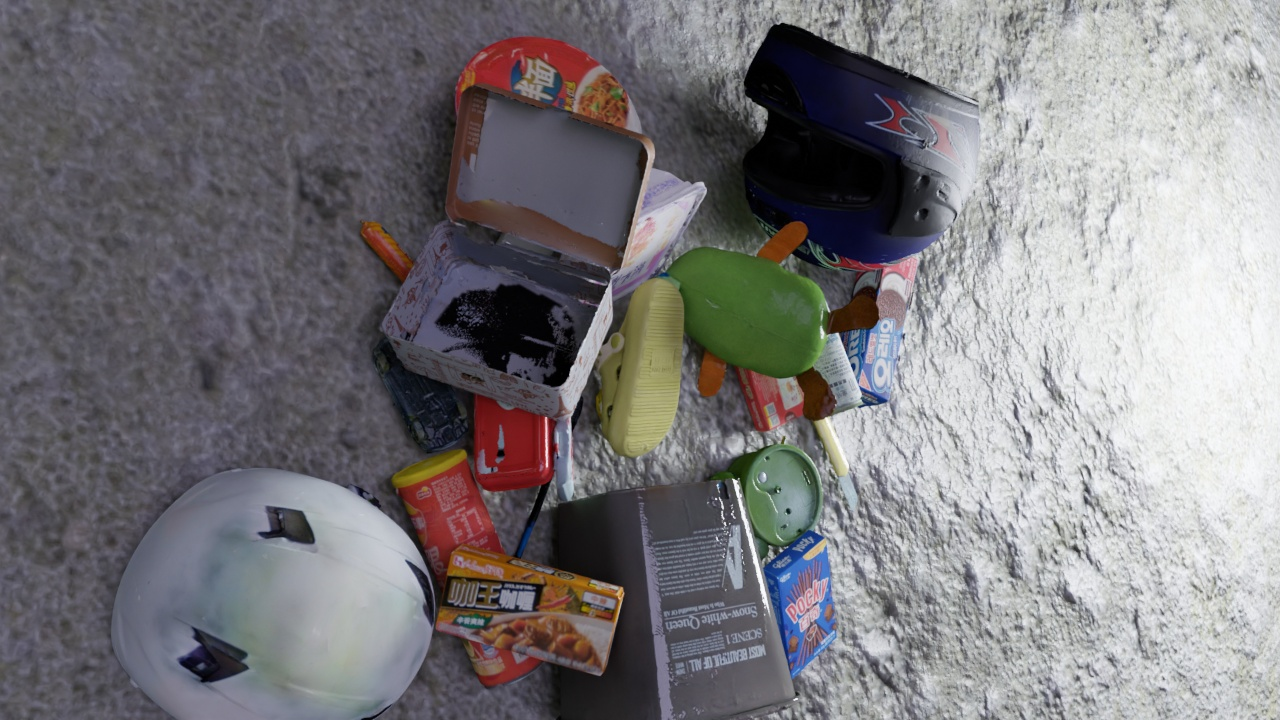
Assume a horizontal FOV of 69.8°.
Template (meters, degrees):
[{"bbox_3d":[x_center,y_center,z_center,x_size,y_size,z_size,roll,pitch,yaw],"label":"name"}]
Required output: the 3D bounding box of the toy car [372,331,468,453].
[{"bbox_3d":[-0.209,0.029,0.869,0.054,0.037,0.120,-28,88,-30],"label":"toy car"}]

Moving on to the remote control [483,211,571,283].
[{"bbox_3d":[-0.113,-0.133,0.960,0.056,0.019,0.134,34,67,-24],"label":"remote control"}]

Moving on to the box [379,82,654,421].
[{"bbox_3d":[-0.105,-0.093,0.824,0.179,0.130,0.272,19,94,8],"label":"box"}]

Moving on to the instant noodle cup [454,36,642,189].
[{"bbox_3d":[-0.099,-0.232,0.939,0.193,0.066,0.193,8,67,-20],"label":"instant noodle cup"}]

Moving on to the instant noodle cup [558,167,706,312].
[{"bbox_3d":[-0.020,-0.126,0.943,0.137,0.174,0.060,-32,78,-32],"label":"instant noodle cup"}]

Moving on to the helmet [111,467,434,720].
[{"bbox_3d":[-0.273,0.203,0.738,0.258,0.146,0.228,35,67,-24],"label":"helmet"}]

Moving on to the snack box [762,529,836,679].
[{"bbox_3d":[0.183,0.280,1.049,0.084,0.026,0.157,-30,123,-31],"label":"snack box"}]

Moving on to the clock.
[{"bbox_3d":[0.137,0.163,1.053,0.160,0.056,0.116,-29,98,-32],"label":"clock"}]

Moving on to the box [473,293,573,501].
[{"bbox_3d":[-0.103,0.036,0.900,0.101,0.095,0.201,55,28,-63],"label":"box"}]

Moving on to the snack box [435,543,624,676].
[{"bbox_3d":[-0.096,0.216,0.800,0.154,0.026,0.075,14,97,7],"label":"snack box"}]

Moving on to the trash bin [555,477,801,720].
[{"bbox_3d":[0.022,0.236,0.898,0.198,0.199,0.219,0,77,-32],"label":"trash bin"}]

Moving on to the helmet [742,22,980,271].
[{"bbox_3d":[0.234,-0.226,1.056,0.314,0.247,0.241,5,116,-37],"label":"helmet"}]

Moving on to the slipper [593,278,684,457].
[{"bbox_3d":[-0.006,0.006,0.975,0.091,0.082,0.190,5,96,-48],"label":"slipper"}]

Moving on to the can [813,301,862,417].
[{"bbox_3d":[0.219,-0.007,1.117,0.058,0.058,0.146,-18,86,-33],"label":"can"}]

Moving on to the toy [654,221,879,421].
[{"bbox_3d":[0.130,-0.050,1.022,0.247,0.090,0.227,28,104,3],"label":"toy"}]

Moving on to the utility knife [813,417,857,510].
[{"bbox_3d":[0.234,0.096,1.144,0.030,0.020,0.195,-26,89,-31],"label":"utility knife"}]

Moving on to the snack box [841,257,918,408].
[{"bbox_3d":[0.303,-0.045,1.186,0.058,0.057,0.207,25,71,-24],"label":"snack box"}]

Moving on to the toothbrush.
[{"bbox_3d":[-0.096,0.120,0.939,0.016,0.014,0.189,29,70,-24],"label":"toothbrush"}]

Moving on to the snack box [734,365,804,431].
[{"bbox_3d":[0.150,0.002,1.102,0.075,0.026,0.153,-22,95,-33],"label":"snack box"}]

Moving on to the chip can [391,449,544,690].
[{"bbox_3d":[-0.157,0.193,0.856,0.073,0.073,0.216,-26,96,-32],"label":"chip can"}]

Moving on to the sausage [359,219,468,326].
[{"bbox_3d":[-0.213,-0.072,0.888,0.165,0.021,0.021,50,61,-17],"label":"sausage"}]
